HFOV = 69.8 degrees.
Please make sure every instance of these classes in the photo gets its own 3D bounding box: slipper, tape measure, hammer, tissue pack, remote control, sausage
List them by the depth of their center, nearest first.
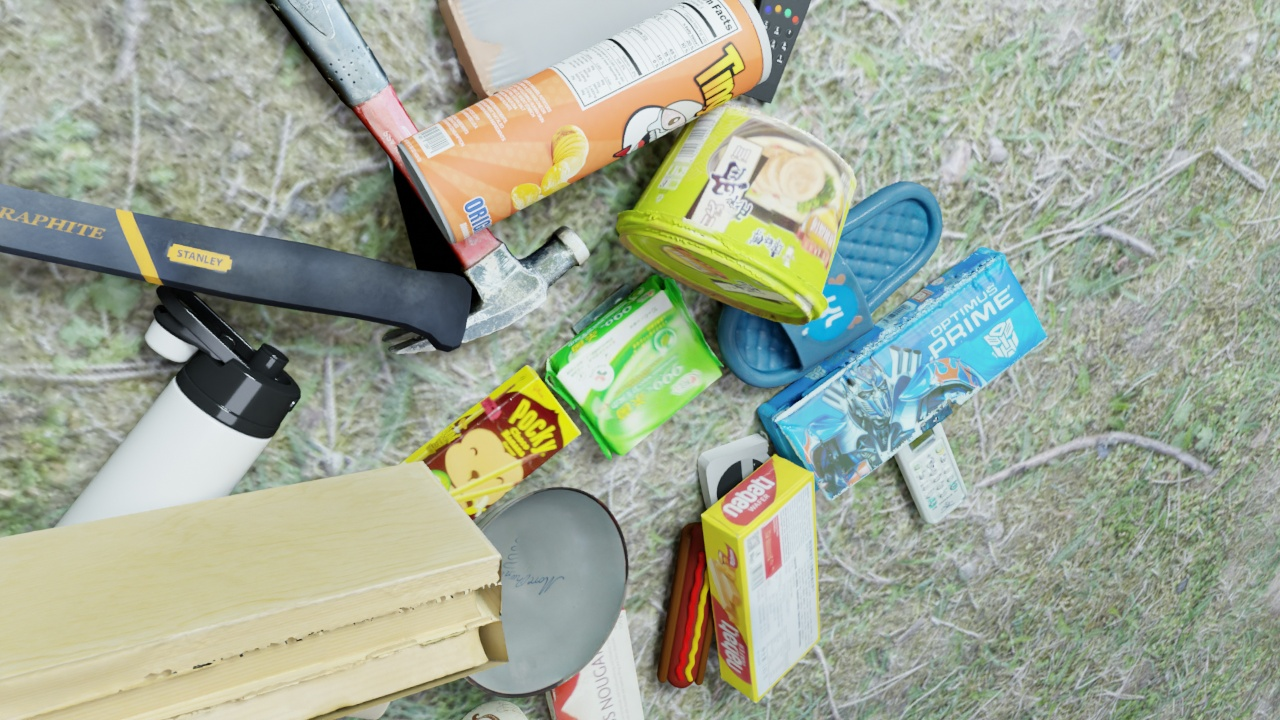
[{"bbox_3d":[-0.245,-0.049,0.480,0.312,0.035,0.139,12,84,-21],"label":"hammer"},{"bbox_3d":[-0.162,-0.145,0.521,0.140,0.036,0.326,-38,122,-9],"label":"hammer"},{"bbox_3d":[0.095,-0.239,0.619,0.039,0.010,0.125,8,107,-28],"label":"remote control"},{"bbox_3d":[-0.004,0.004,0.660,0.114,0.034,0.099,-39,123,-5],"label":"tissue pack"},{"bbox_3d":[0.153,-0.053,0.698,0.213,0.059,0.104,-37,124,-10],"label":"slipper"},{"bbox_3d":[0.080,0.095,0.747,0.064,0.017,0.065,-17,117,-18],"label":"tape measure"},{"bbox_3d":[0.043,0.205,0.762,0.040,0.040,0.156,-1,111,-26],"label":"sausage"},{"bbox_3d":[0.256,0.091,0.828,0.050,0.022,0.133,-36,122,-8],"label":"remote control"}]

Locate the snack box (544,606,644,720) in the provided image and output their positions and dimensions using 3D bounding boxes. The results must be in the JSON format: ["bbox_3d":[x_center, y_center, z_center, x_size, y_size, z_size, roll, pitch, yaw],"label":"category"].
[{"bbox_3d":[-0.033,0.318,0.769,0.076,0.044,0.273,-17,117,-19],"label":"snack box"}]

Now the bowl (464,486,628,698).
[{"bbox_3d":[-0.084,0.159,0.662,0.150,0.057,0.151,-7,102,-35],"label":"bowl"}]

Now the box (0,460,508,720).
[{"bbox_3d":[-0.208,0.149,0.484,0.248,0.141,0.148,-9,104,-31],"label":"box"}]

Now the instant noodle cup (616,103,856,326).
[{"bbox_3d":[0.067,-0.095,0.594,0.146,0.146,0.098,27,86,-32],"label":"instant noodle cup"}]

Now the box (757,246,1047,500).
[{"bbox_3d":[0.219,0.012,0.751,0.243,0.066,0.091,-35,120,-9],"label":"box"}]

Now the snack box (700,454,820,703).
[{"bbox_3d":[0.103,0.182,0.753,0.092,0.042,0.201,-34,131,-32],"label":"snack box"}]

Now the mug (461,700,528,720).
[{"bbox_3d":[-0.095,0.332,0.713,0.081,0.097,0.122,-33,121,-11],"label":"mug"}]

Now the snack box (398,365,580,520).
[{"bbox_3d":[-0.117,0.072,0.637,0.149,0.025,0.061,-39,123,-7],"label":"snack box"}]

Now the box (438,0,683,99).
[{"bbox_3d":[-0.021,-0.255,0.532,0.216,0.063,0.157,-27,134,-13],"label":"box"}]

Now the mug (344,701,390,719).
[{"bbox_3d":[-0.213,0.173,0.608,0.104,0.085,0.111,18,74,-26],"label":"mug"}]

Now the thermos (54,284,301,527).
[{"bbox_3d":[-0.298,0.074,0.530,0.101,0.068,0.230,38,91,-20],"label":"thermos"}]

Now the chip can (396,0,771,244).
[{"bbox_3d":[-0.030,-0.142,0.525,0.210,0.062,0.062,-30,120,-11],"label":"chip can"}]
